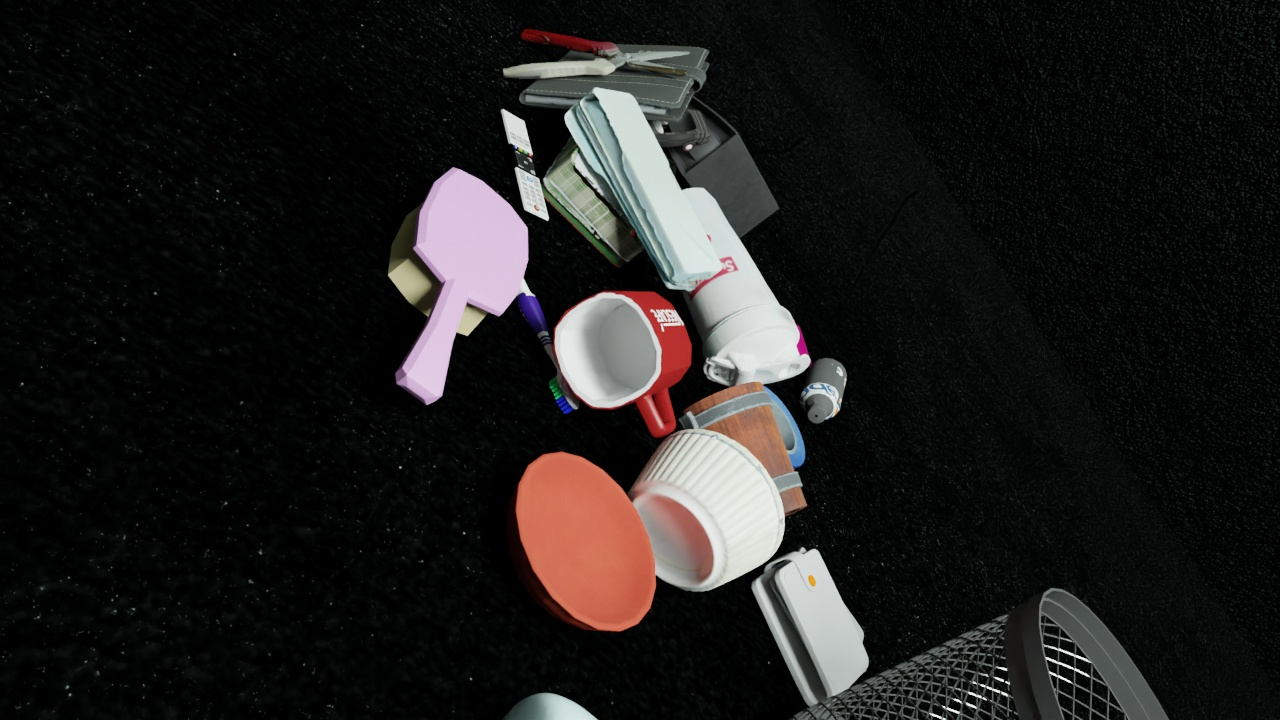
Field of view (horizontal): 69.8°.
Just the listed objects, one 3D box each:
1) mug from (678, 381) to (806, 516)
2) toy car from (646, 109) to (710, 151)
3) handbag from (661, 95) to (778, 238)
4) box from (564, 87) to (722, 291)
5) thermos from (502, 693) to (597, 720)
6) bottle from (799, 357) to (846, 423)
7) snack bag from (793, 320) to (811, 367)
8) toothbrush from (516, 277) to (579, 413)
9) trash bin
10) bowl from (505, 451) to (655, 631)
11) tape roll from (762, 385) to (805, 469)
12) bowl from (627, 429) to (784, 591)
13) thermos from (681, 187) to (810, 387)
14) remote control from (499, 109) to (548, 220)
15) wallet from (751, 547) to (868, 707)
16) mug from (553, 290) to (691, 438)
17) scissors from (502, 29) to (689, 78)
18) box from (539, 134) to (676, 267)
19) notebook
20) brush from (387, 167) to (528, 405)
[{"bbox_3d":[0.076,0.087,0.774,0.117,0.082,0.111,-9,71,-39],"label":"mug"},{"bbox_3d":[0.028,-0.241,0.947,0.092,0.037,0.040,-9,66,-24],"label":"toy car"},{"bbox_3d":[0.061,-0.263,1.085,0.195,0.072,0.175,58,9,27],"label":"handbag"},{"bbox_3d":[0.003,-0.157,0.841,0.199,0.067,0.083,63,9,8],"label":"box"},{"bbox_3d":[0.006,0.258,0.496,0.207,0.065,0.078,44,8,-19],"label":"thermos"},{"bbox_3d":[0.206,0.037,1.038,0.047,0.047,0.112,50,29,-10],"label":"bottle"},{"bbox_3d":[0.135,-0.052,1.055,0.196,0.016,0.070,28,37,-39],"label":"snack bag"},{"bbox_3d":[-0.087,-0.042,0.719,0.015,0.016,0.186,5,55,-57],"label":"toothbrush"},{"bbox_3d":[0.217,0.296,0.600,0.217,0.228,0.217,36,34,-30],"label":"trash bin"},{"bbox_3d":[-0.044,0.121,0.594,0.122,0.035,0.121,36,34,-30],"label":"bowl"},{"bbox_3d":[0.130,0.068,0.923,0.091,0.016,0.092,31,37,-36],"label":"tape roll"},{"bbox_3d":[0.038,0.113,0.656,0.062,0.116,0.115,-32,87,-46],"label":"bowl"},{"bbox_3d":[0.082,-0.071,0.930,0.099,0.100,0.220,16,42,-48],"label":"thermos"},{"bbox_3d":[-0.107,-0.176,0.831,0.028,0.012,0.124,20,44,-46],"label":"remote control"},{"bbox_3d":[0.151,0.219,0.780,0.115,0.038,0.118,-7,69,-58],"label":"wallet"},{"bbox_3d":[-0.004,0.004,0.711,0.116,0.081,0.096,64,16,3],"label":"mug"},{"bbox_3d":[-0.057,-0.310,0.942,0.199,0.015,0.178,32,48,31],"label":"scissors"},{"bbox_3d":[-0.027,-0.184,0.923,0.117,0.050,0.205,46,31,-21],"label":"box"},{"bbox_3d":[-0.016,-0.301,0.975,0.208,0.169,0.029,-70,164,-53],"label":"notebook"},{"bbox_3d":[-0.133,-0.047,0.628,0.089,0.043,0.228,40,33,-25],"label":"brush"}]
